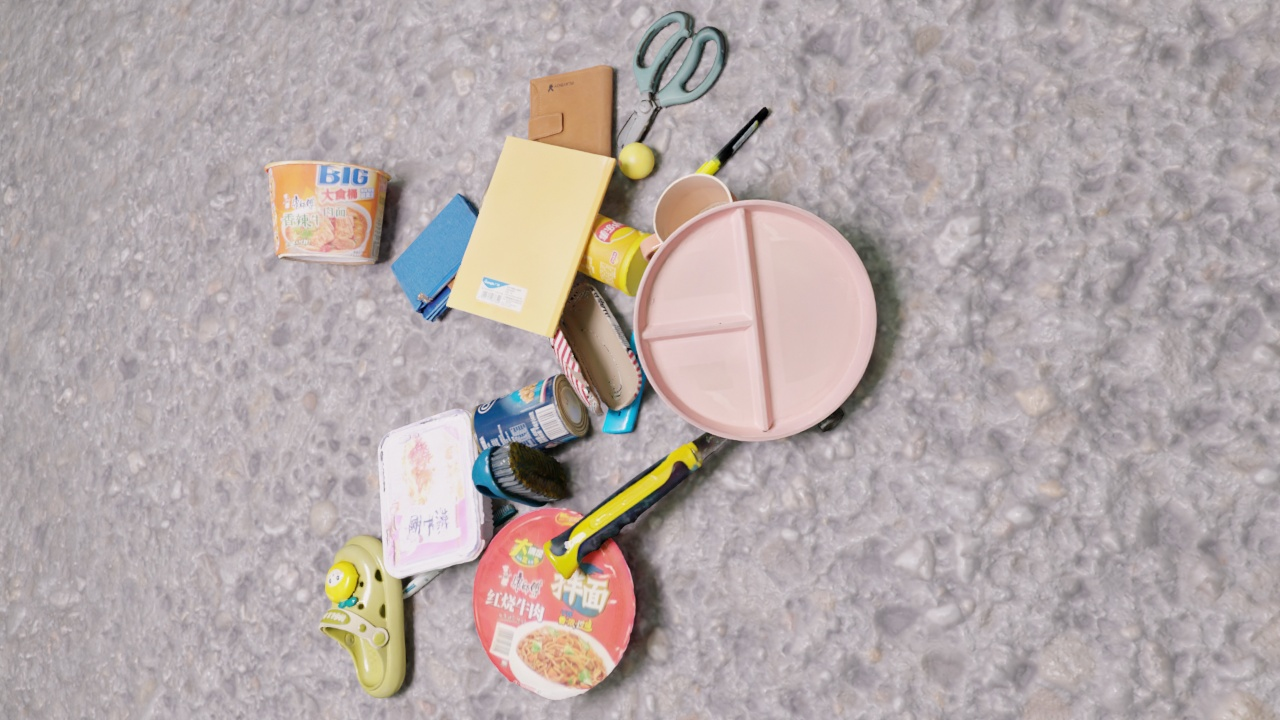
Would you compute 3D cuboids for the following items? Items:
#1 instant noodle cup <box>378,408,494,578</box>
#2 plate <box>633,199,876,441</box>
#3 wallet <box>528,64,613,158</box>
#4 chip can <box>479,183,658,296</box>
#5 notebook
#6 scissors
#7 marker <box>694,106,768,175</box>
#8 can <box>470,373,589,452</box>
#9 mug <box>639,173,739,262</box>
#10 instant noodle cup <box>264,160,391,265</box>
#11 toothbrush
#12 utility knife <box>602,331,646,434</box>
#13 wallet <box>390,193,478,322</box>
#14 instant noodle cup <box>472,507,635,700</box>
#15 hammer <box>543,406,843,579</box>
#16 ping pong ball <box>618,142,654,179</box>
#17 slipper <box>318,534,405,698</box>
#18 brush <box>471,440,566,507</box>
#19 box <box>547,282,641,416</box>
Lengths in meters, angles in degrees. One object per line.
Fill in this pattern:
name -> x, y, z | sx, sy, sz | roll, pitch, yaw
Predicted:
instant noodle cup -> -0.227, 0.154, 1.053 | 0.138, 0.060, 0.173 | -18, 69, 22
plate -> 0.108, -0.037, 0.879 | 0.229, 0.028, 0.229 | 0, 98, 3
wallet -> -0.082, -0.275, 1.078 | 0.108, 0.031, 0.131 | -3, 80, 22
chip can -> -0.081, -0.142, 1.035 | 0.213, 0.072, 0.072 | 25, 93, 25
notebook -> -0.122, -0.139, 1.005 | 0.146, 0.010, 0.206 | 17, 86, 25
scissors -> 0.009, -0.325, 1.050 | 0.185, 0.019, 0.129 | -39, 69, 12
marker -> 0.093, -0.228, 0.999 | 0.124, 0.018, 0.015 | -45, 73, 11
can -> -0.121, 0.066, 1.019 | 0.111, 0.075, 0.075 | -21, 74, 19
mug -> 0.059, -0.130, 0.951 | 0.115, 0.105, 0.081 | -26, 73, 18
instant noodle cup -> -0.389, -0.180, 1.142 | 0.151, 0.151, 0.111 | 2, 91, 24
toothbrush -> -0.218, 0.225, 1.072 | 0.192, 0.016, 0.018 | -38, 59, 14
utility knife -> -0.006, 0.006, 1.009 | 0.034, 0.018, 0.159 | 14, 87, 26
wallet -> -0.238, -0.126, 1.121 | 0.133, 0.040, 0.106 | -45, 59, 12
instant noodle cup -> -0.083, 0.255, 0.980 | 0.194, 0.065, 0.193 | -4, 80, 23
hammer -> 0.038, 0.104, 0.928 | 0.323, 0.032, 0.126 | -37, 67, -1
ping pong ball -> -0.004, -0.224, 1.029 | 0.040, 0.040, 0.040 | -4, 81, 23
slipper -> -0.326, 0.300, 1.067 | 0.092, 0.081, 0.190 | -18, 79, 35
brush -> -0.135, 0.126, 0.978 | 0.074, 0.144, 0.055 | -17, 69, 15
box -> -0.051, -0.018, 1.004 | 0.087, 0.076, 0.163 | -28, 59, -5
